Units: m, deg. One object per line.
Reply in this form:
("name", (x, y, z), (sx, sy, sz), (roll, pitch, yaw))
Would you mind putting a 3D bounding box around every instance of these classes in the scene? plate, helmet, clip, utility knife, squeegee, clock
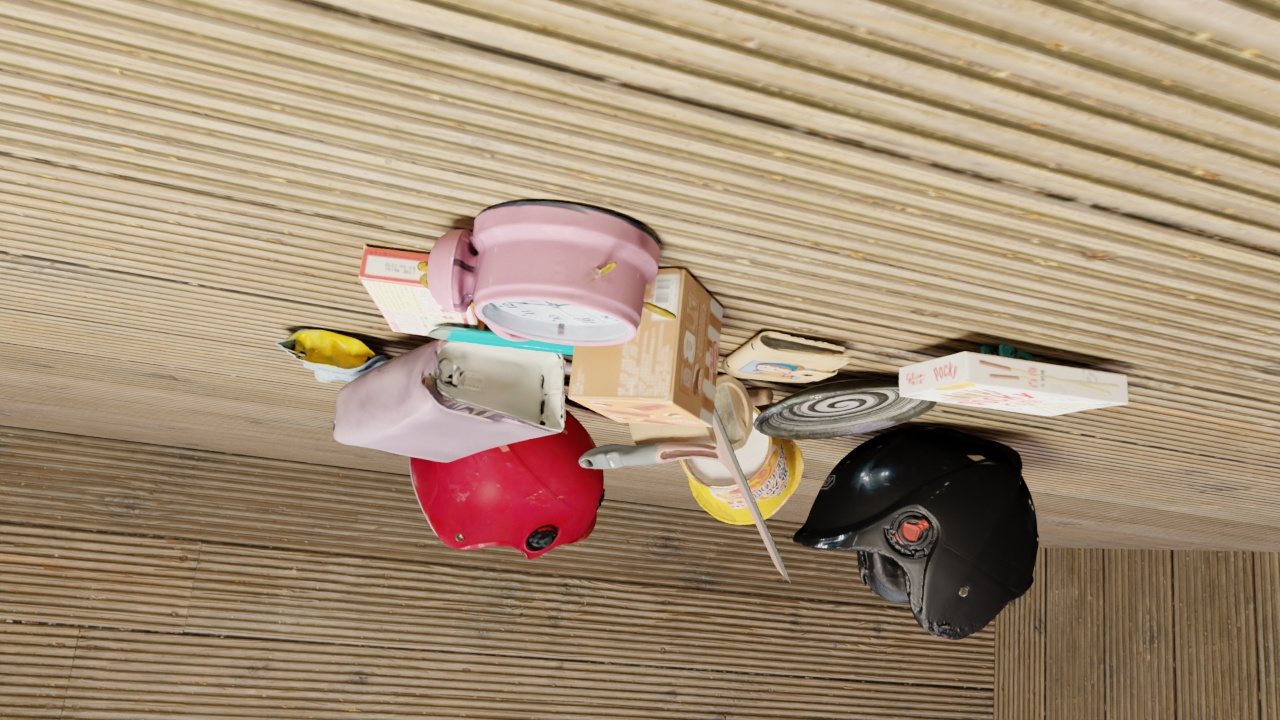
("plate", (0.201, 0.046, 0.912), (0.179, 0.024, 0.180), (-6, 162, -2))
("helmet", (0.327, 0.189, 1.081), (0.275, 0.230, 0.233), (14, 174, 1))
("clip", (0.290, -0.002, 0.727), (0.056, 0.014, 0.043), (16, 164, -39))
("utility knife", (-0.063, -0.012, 0.748), (0.216, 0.013, 0.029), (7, 164, -19))
("squeegee", (0.022, 0.095, 0.912), (0.040, 0.248, 0.250), (-34, -163, -37))
("clock", (-0.066, -0.049, 0.575), (0.159, 0.059, 0.117), (2, 166, 26))
("helmet", (-0.137, 0.111, 1.066), (0.239, 0.206, 0.144), (10, 127, -26))

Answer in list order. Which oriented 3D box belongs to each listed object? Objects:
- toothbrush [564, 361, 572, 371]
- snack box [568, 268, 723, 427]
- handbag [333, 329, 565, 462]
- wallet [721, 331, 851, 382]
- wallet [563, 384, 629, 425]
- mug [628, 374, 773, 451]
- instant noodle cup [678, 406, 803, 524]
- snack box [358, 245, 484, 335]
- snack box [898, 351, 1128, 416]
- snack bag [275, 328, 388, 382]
("toothbrush", (-0.040, 0.020, 0.970), (0.016, 0.016, 0.180), (-8, 161, 44))
("snack box", (0.006, -0.007, 0.654), (0.077, 0.092, 0.094), (1, 167, 22))
("handbag", (-0.185, 0.035, 0.877), (0.144, 0.098, 0.198), (8, 162, -41))
("wallet", (0.127, 0.000, 0.796), (0.087, 0.024, 0.115), (13, 165, -8))
("wallet", (-0.035, 0.052, 1.042), (0.124, 0.032, 0.101), (13, 178, -1))
("mug", (0.066, 0.055, 0.964), (0.104, 0.084, 0.124), (-9, -175, 46))
("instant noodle cup", (0.109, 0.111, 1.069), (0.138, 0.137, 0.110), (1, 158, 19))
("snack box", (-0.162, -0.047, 0.703), (0.077, 0.027, 0.156), (7, 167, -5))
("snack box", (0.297, 0.020, 0.734), (0.156, 0.027, 0.085), (7, 168, -18))
("snack bag", (-0.316, 0.005, 0.986), (0.110, 0.038, 0.191), (2, 170, -6))
